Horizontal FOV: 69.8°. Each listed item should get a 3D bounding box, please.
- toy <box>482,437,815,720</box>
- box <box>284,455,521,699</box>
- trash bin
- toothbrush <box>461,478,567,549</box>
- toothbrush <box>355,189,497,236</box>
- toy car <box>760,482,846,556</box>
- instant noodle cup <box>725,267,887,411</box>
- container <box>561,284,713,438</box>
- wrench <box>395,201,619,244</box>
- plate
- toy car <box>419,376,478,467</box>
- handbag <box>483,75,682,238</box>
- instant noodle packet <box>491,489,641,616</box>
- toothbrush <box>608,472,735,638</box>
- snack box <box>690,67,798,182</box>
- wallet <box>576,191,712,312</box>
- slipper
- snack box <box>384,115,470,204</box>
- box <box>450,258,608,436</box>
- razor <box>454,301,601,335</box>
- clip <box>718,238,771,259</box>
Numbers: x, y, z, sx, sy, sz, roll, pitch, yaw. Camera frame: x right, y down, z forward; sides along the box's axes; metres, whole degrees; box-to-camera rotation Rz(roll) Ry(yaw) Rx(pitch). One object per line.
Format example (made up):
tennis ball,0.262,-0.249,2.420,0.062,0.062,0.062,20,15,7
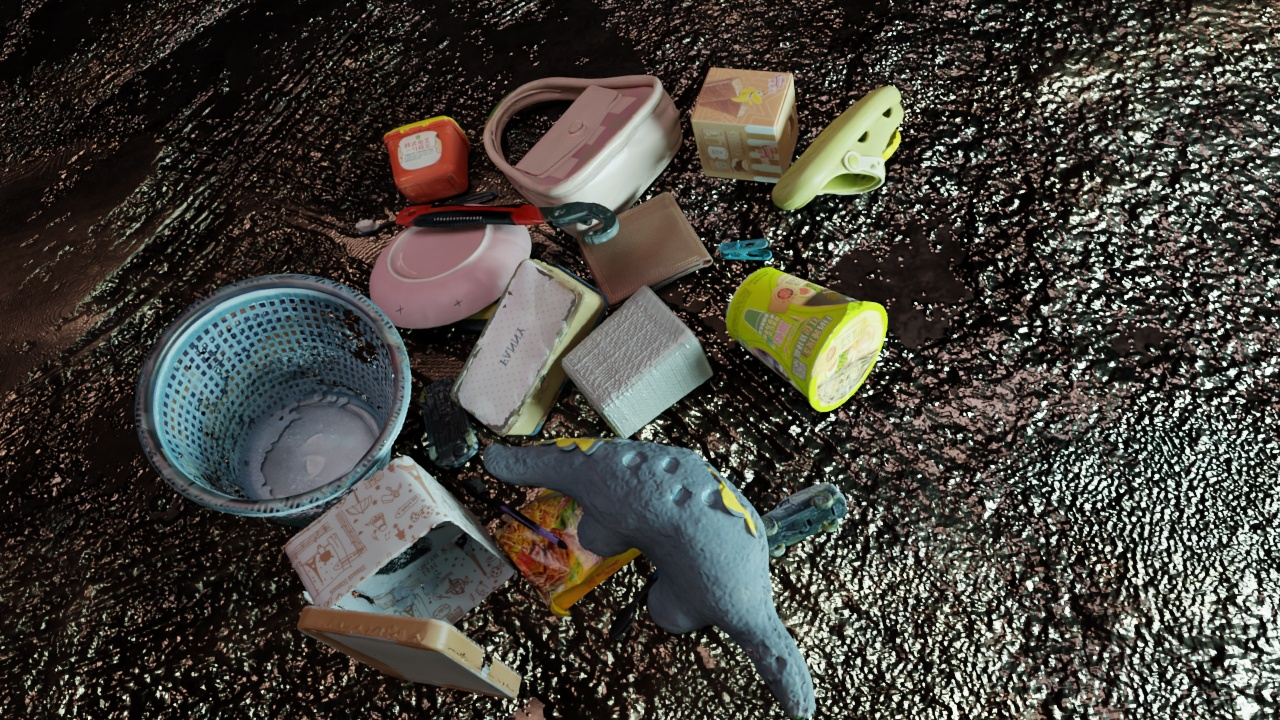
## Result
toy,0.028,0.151,0.784,0.356,0.091,0.138,39,92,11
box,-0.183,0.213,0.777,0.152,0.182,0.178,-40,60,-9
trash bin,-0.324,0.062,0.871,0.226,0.195,0.226,3,65,-6
toothbrush,-0.118,0.141,0.856,0.016,0.014,0.189,-28,26,-31
toothbrush,-0.259,-0.181,1.109,0.181,0.018,0.015,-14,57,5
toy car,0.139,0.140,0.816,0.090,0.043,0.034,-27,45,0
instant noodle cup,0.150,-0.029,0.872,0.123,0.112,0.111,34,75,35
container,-0.005,0.005,0.900,0.114,0.090,0.090,-39,59,-5
wrench,-0.148,-0.154,0.991,0.274,0.016,0.056,7,49,23
plate,-0.218,-0.116,1.022,0.192,0.039,0.192,-11,45,11
toy car,-0.197,0.065,0.948,0.049,0.031,0.105,-22,57,6
handbag,-0.086,-0.262,1.077,0.234,0.093,0.193,31,72,34
instant noodle packet,-0.060,0.160,0.856,0.128,0.044,0.111,-39,64,-9
toothbrush,0.032,0.178,0.842,0.014,0.016,0.189,27,69,35
snack box,0.117,-0.257,1.007,0.094,0.093,0.076,10,65,20
wallet,0.002,-0.118,0.999,0.124,0.032,0.101,-27,62,0
slipper,0.217,-0.210,0.972,0.190,0.092,0.081,-45,100,-22
snack box,-0.254,-0.239,1.104,0.091,0.082,0.080,-13,70,8
box,-0.109,-0.017,0.914,0.090,0.061,0.184,36,99,23
razor,-0.125,-0.052,0.984,0.168,0.062,0.067,-2,93,19
clip,0.111,-0.117,0.975,0.056,0.040,0.014,1,61,23
